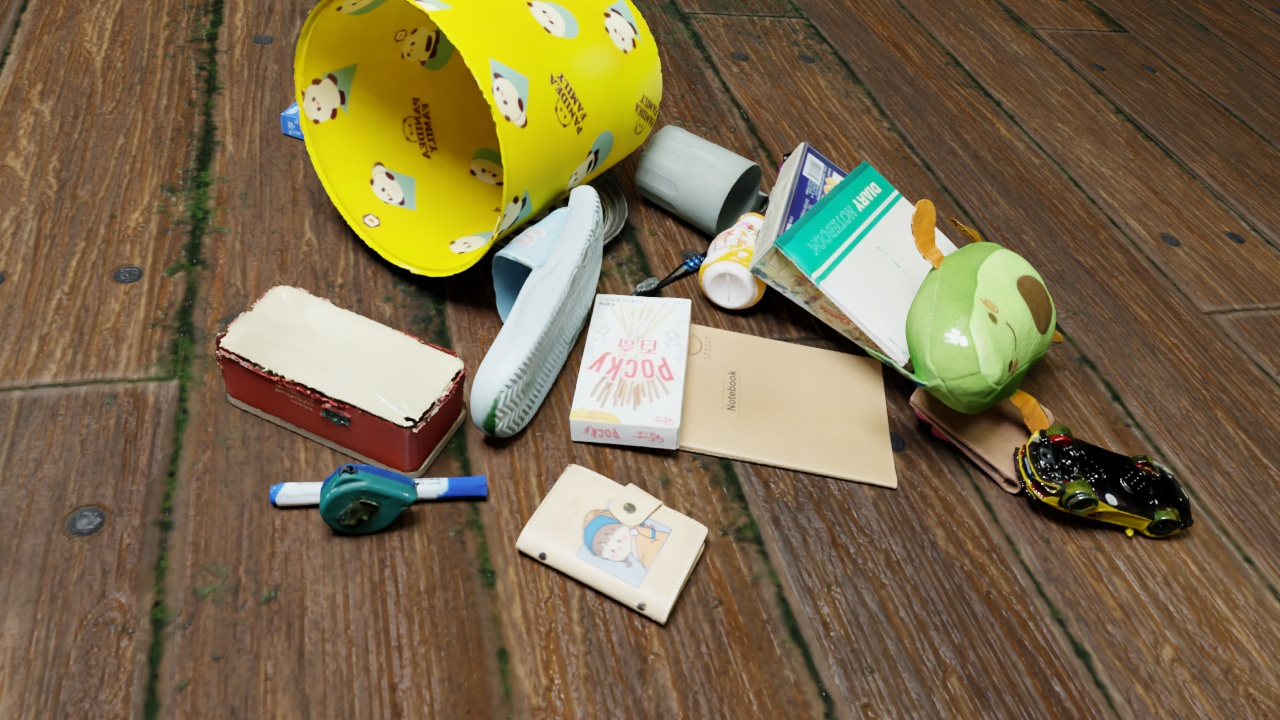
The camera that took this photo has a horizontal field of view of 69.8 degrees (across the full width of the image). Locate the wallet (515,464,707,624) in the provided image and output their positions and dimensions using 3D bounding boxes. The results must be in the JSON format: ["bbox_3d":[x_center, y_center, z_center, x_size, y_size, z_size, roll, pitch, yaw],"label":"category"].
[{"bbox_3d":[-0.017,0.124,0.644,0.115,0.024,0.087,24,50,13],"label":"wallet"}]

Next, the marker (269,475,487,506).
[{"bbox_3d":[-0.181,0.091,0.642,0.145,0.017,0.016,0,45,-14],"label":"marker"}]

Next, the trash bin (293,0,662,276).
[{"bbox_3d":[-0.124,-0.226,0.807,0.230,0.230,0.254,32,42,19],"label":"trash bin"}]

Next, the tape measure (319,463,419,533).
[{"bbox_3d":[-0.185,0.094,0.611,0.058,0.055,0.025,26,30,-36],"label":"tape measure"}]

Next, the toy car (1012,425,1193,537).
[{"bbox_3d":[0.375,0.102,0.740,0.155,0.041,0.071,16,45,-14],"label":"toy car"}]

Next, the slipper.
[{"bbox_3d":[-0.089,-0.044,0.744,0.074,0.104,0.244,14,51,10],"label":"slipper"}]

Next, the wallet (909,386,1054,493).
[{"bbox_3d":[0.291,0.044,0.781,0.115,0.020,0.101,41,49,9],"label":"wallet"}]

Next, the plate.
[{"bbox_3d":[-0.103,-0.152,0.903,0.179,0.024,0.179,7,46,-7],"label":"plate"}]

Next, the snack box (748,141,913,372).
[{"bbox_3d":[0.200,-0.099,0.862,0.182,0.046,0.177,33,44,-10],"label":"snack box"}]

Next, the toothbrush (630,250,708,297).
[{"bbox_3d":[0.058,-0.098,0.891,0.014,0.016,0.189,43,50,21],"label":"toothbrush"}]

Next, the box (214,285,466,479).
[{"bbox_3d":[-0.217,0.007,0.675,0.168,0.077,0.091,22,45,8],"label":"box"}]

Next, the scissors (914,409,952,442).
[{"bbox_3d":[0.296,0.038,0.811,0.133,0.017,0.057,-19,53,-33],"label":"scissors"}]

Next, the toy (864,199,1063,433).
[{"bbox_3d":[0.283,-0.033,0.758,0.227,0.090,0.245,56,42,-5],"label":"toy"}]

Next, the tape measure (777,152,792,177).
[{"bbox_3d":[0.170,-0.190,0.981,0.039,0.057,0.058,-13,35,-18],"label":"tape measure"}]

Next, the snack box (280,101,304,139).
[{"bbox_3d":[-0.279,-0.243,0.951,0.157,0.026,0.084,17,45,5],"label":"snack box"}]

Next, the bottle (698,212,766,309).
[{"bbox_3d":[0.095,-0.097,0.865,0.063,0.063,0.108,19,44,7],"label":"bottle"}]

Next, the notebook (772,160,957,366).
[{"bbox_3d":[0.217,-0.095,0.829,0.150,0.012,0.208,45,45,3],"label":"notebook"}]

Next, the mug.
[{"bbox_3d":[0.067,-0.183,0.944,0.103,0.084,0.123,32,20,20],"label":"mug"}]

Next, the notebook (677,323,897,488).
[{"bbox_3d":[0.109,0.032,0.776,0.207,0.008,0.147,11,44,-2],"label":"notebook"}]

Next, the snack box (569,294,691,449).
[{"bbox_3d":[-0.004,0.004,0.755,0.085,0.027,0.156,4,43,4],"label":"snack box"}]
